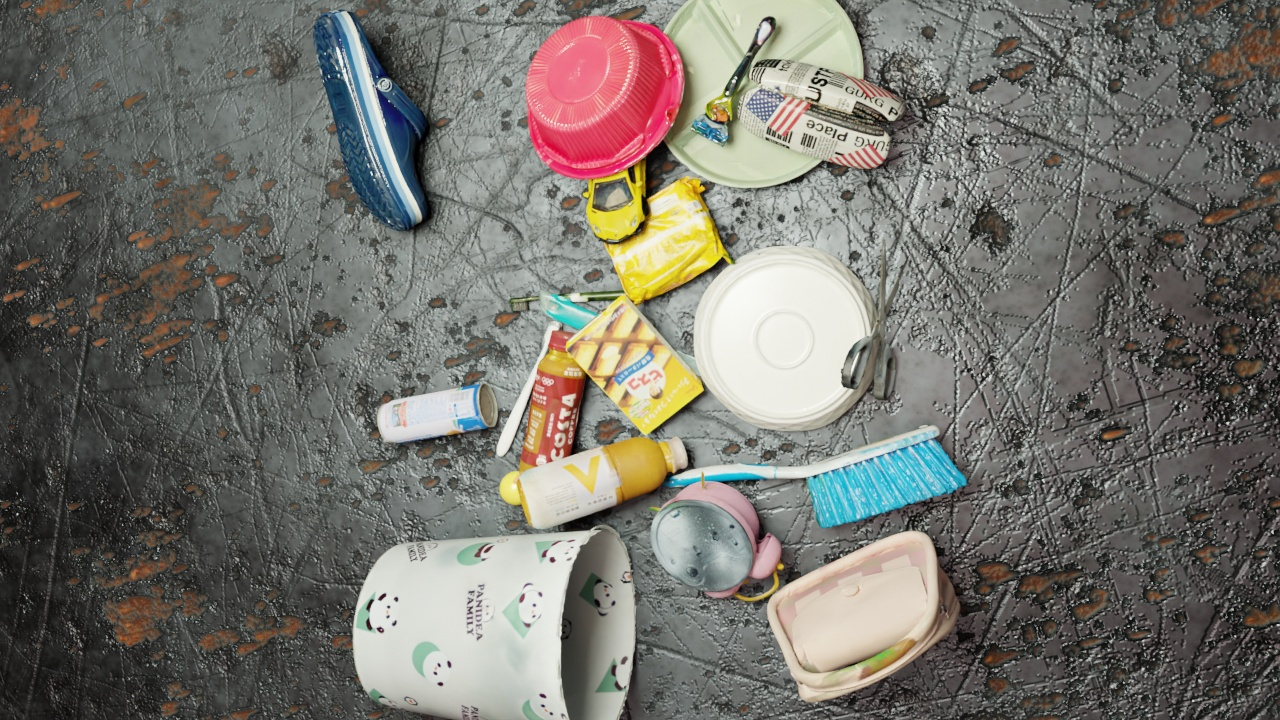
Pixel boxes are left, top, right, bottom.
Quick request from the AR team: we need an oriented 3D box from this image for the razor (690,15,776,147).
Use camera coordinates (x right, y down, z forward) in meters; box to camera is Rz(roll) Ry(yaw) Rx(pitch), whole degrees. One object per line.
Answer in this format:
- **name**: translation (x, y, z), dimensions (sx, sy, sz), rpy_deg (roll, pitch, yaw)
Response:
- **razor**: translation (0.105, -0.300, 0.974), dimensions (0.042, 0.022, 0.143), rpy_deg (31, 100, 7)

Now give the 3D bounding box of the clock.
- **clock**: translation (0.087, 0.204, 1.010), dimensions (0.117, 0.059, 0.158), rpy_deg (-39, 93, 33)

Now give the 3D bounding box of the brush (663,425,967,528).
- **brush**: translation (0.183, 0.134, 1.004), dimensions (0.315, 0.060, 0.109), rpy_deg (-21, 84, 16)

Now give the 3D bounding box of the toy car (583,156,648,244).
- **toy car**: translation (-0.026, -0.203, 1.010), dimensions (0.071, 0.041, 0.155), rpy_deg (-6, 71, 20)

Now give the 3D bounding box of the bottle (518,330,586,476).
- **bottle**: translation (-0.098, 0.054, 1.058), dimensions (0.057, 0.057, 0.175), rpy_deg (12, 97, 12)

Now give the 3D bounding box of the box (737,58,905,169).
- **box**: translation (0.183, -0.252, 0.949), dimensions (0.162, 0.076, 0.088), rpy_deg (21, 126, 8)

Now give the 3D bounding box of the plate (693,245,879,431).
- **plate**: translation (0.156, -0.023, 0.997), dimensions (0.205, 0.045, 0.205), rpy_deg (1, 93, 12)

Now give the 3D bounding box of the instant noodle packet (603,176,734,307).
- **instant noodle packet**: translation (0.028, -0.132, 1.020), dimensions (0.128, 0.044, 0.110), rpy_deg (-25, 83, 12)

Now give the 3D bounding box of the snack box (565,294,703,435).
- **snack box**: translation (-0.006, 0.006, 1.022), dimensions (0.087, 0.033, 0.140), rpy_deg (-38, 109, 12)

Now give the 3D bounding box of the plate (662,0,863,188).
- **plate**: translation (0.124, -0.301, 0.995), dimensions (0.230, 0.027, 0.230), rpy_deg (1, 95, 14)

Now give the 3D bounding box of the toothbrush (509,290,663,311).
- **toothbrush**: translation (-0.064, -0.070, 1.065), dimensions (0.186, 0.012, 0.017), rpy_deg (-3, 99, 13)

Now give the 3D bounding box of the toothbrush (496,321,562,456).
- **toothbrush**: translation (-0.133, 0.035, 1.089), dimensions (0.016, 0.016, 0.180), rpy_deg (28, 102, 17)

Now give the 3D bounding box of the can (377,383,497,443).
- **can**: translation (-0.242, 0.064, 1.095), dimensions (0.135, 0.053, 0.053), rpy_deg (-10, 92, 14)

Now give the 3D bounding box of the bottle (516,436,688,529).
- **bottle**: translation (-0.040, 0.130, 1.020), dimensions (0.189, 0.068, 0.068), rpy_deg (-17, 90, -12)

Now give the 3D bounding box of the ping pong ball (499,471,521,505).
- **ping pong ball**: translation (-0.146, 0.151, 1.085), dimensions (0.040, 0.040, 0.040), rpy_deg (1, 94, 13)

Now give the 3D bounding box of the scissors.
- **scissors**: translation (0.247, -0.035, 0.954), dimensions (0.014, 0.159, 0.181), rpy_deg (10, 123, 39)

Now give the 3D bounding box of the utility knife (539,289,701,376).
- **utility knife**: translation (-0.018, -0.029, 1.052), dimensions (0.222, 0.013, 0.029), rpy_deg (22, 102, 5)

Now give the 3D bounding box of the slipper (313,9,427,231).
- **slipper**: translation (-0.302, -0.278, 1.068), dimensions (0.095, 0.105, 0.253), rpy_deg (-24, 106, -27)

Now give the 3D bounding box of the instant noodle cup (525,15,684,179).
- **instant noodle cup**: translation (-0.053, -0.295, 0.986), dimensions (0.194, 0.065, 0.193), rpy_deg (-7, 73, 24)

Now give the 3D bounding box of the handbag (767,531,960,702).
- **handbag**: translation (0.221, 0.267, 0.908), dimensions (0.193, 0.234, 0.093), rpy_deg (-28, 89, 13)

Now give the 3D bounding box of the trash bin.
- **trash bin**: translation (-0.158, 0.296, 1.016), dimensions (0.252, 0.229, 0.229), rpy_deg (-2, 94, 19)
